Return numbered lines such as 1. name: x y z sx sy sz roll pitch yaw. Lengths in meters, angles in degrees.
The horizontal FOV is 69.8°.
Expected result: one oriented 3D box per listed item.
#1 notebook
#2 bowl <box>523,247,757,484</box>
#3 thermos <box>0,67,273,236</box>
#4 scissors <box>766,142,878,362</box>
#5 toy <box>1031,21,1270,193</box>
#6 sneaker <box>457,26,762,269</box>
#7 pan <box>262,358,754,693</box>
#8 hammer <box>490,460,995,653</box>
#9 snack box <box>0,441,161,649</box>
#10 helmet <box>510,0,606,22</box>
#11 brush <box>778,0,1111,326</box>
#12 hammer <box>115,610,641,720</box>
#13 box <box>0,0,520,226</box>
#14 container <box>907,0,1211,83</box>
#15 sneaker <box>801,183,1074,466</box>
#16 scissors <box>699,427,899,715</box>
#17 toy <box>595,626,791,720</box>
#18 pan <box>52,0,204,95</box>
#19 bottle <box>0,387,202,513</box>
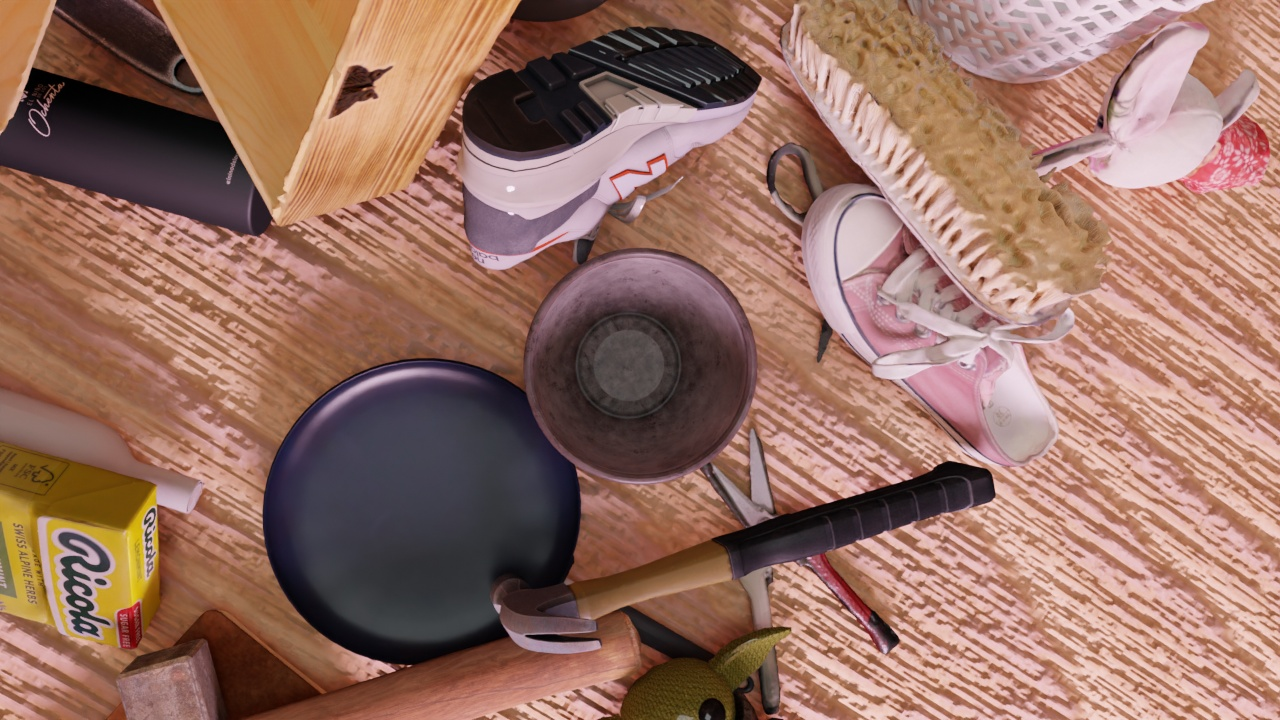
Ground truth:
1. notebook: -0.241 0.289 0.584 0.225 0.024 0.167 42 84 -7
2. bowl: -0.003 0.004 0.594 0.145 0.067 0.145 0 91 -9
3. thermos: -0.337 -0.135 0.546 0.231 0.061 0.061 15 88 -8
4. scissors: 0.144 -0.087 0.643 0.168 0.012 0.157 43 87 -10
5. toy: 0.356 -0.157 0.625 0.194 0.159 0.084 -2 66 -26
6. sneaker: -0.027 -0.126 0.576 0.089 0.125 0.239 44 45 18
7. pan: -0.072 0.138 0.609 0.356 0.021 0.198 31 88 -11
8. hammer: 0.076 0.118 0.579 0.332 0.118 0.025 -13 96 -16
9. snack box: -0.372 0.097 0.522 0.181 0.045 0.121 18 128 -7
10. helmet: -0.093 -0.321 0.526 0.164 0.170 0.264 -29 95 -7
11. brush: 0.183 -0.138 0.581 0.083 0.057 0.271 -26 71 -18
12. hammer: -0.143 0.220 0.569 0.300 0.037 0.158 -14 94 -10
13. box: -0.229 -0.225 0.401 0.262 0.280 0.269 -26 85 -35
14. container: 0.285 -0.291 0.573 0.189 0.187 0.189 0 90 -9
15. sneaker: 0.202 -0.018 0.608 0.118 0.088 0.241 -44 100 -6
16. scissors: 0.102 0.154 0.638 0.195 0.015 0.179 23 87 -7
17. toy: 0.044 0.267 0.594 0.179 0.078 0.153 -28 99 -7
18. pan: -0.414 -0.272 0.540 0.356 0.055 0.187 36 86 -20
19. bottle: -0.364 0.050 0.548 0.195 0.052 0.052 20 87 -8
